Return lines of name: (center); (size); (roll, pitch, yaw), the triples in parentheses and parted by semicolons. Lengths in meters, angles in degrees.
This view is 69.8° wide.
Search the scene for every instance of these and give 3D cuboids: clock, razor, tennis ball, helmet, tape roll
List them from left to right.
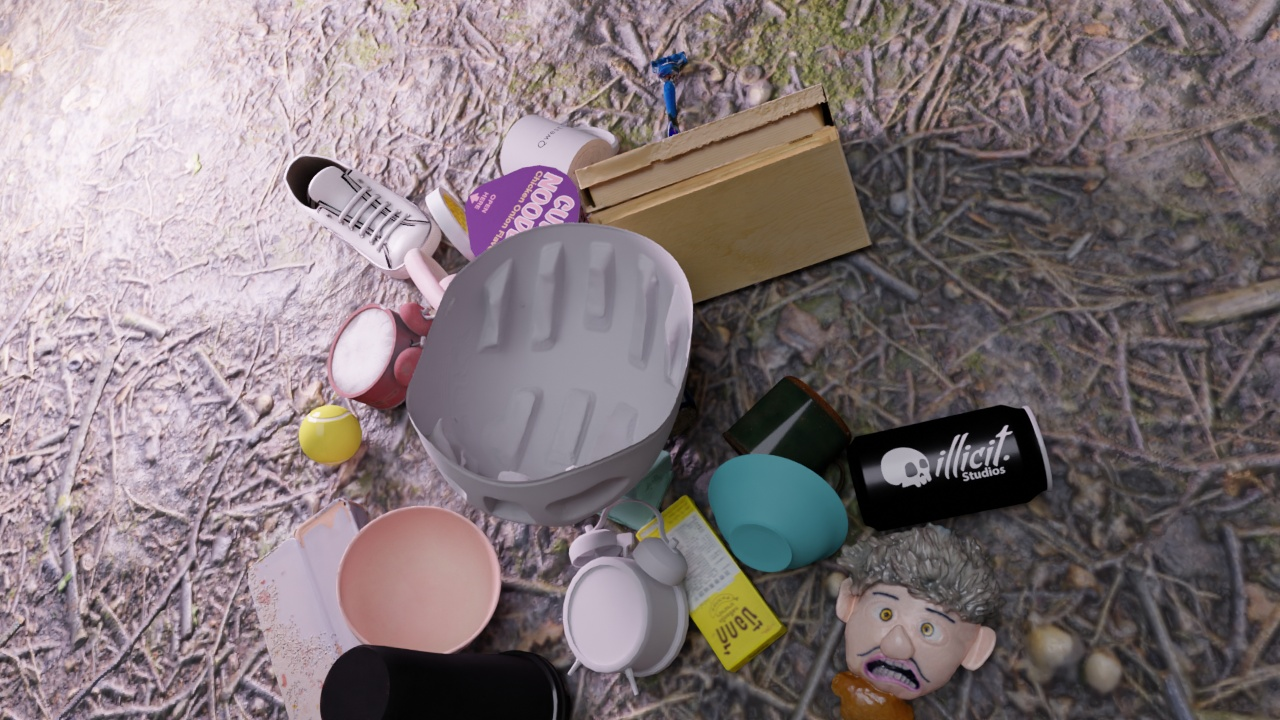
tennis ball: (-0.338, 0.081, 1.002); (0.065, 0.065, 0.065); (-9, 65, 19)
clock: (-0.270, -0.007, 1.010); (0.157, 0.062, 0.109); (-16, 63, 31)
tape roll: (-0.203, -0.151, 1.028); (0.019, 0.094, 0.094); (-34, 60, 6)
helmet: (-0.071, 0.003, 0.788); (0.224, 0.184, 0.281); (7, 69, 4)
clock: (-0.011, 0.202, 0.804); (0.120, 0.061, 0.159); (0, 78, 39)
razor: (0.036, -0.291, 1.033); (0.044, 0.018, 0.140); (-12, 64, 17)

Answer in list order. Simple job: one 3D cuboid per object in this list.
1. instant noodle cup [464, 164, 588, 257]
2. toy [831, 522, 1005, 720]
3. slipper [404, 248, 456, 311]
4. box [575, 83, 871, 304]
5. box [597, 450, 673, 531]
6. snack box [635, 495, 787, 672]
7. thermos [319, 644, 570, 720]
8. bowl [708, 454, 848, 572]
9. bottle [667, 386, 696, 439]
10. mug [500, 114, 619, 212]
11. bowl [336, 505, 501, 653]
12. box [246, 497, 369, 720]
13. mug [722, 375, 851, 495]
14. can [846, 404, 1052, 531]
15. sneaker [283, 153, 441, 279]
instant noodle cup: (-0.100, -0.119, 0.956); (0.137, 0.122, 0.121); (26, 80, 29)
toy: (0.205, 0.211, 0.721); (0.133, 0.076, 0.176); (18, 84, 28)
slipper: (-0.183, -0.058, 0.977); (0.055, 0.107, 0.221); (-46, 54, -2)
box: (0.078, -0.165, 0.901); (0.249, 0.141, 0.184); (-18, 69, 15)
box: (-0.062, 0.108, 0.900); (0.189, 0.080, 0.077); (15, 34, 27)
snack box: (0.061, 0.195, 0.812); (0.061, 0.025, 0.149); (-39, 59, 3)
thermos: (-0.157, 0.284, 0.757); (0.106, 0.218, 0.105); (-13, 62, 26)
bowl: (0.106, 0.139, 0.759); (0.121, 0.121, 0.046); (7, 36, 25)
bottle: (-0.005, 0.005, 0.902); (0.056, 0.056, 0.160); (-37, 60, 4)
mug: (-0.080, -0.229, 1.027); (0.096, 0.083, 0.119); (27, 52, 29)
bowl: (-0.210, 0.222, 0.869); (0.153, 0.076, 0.152); (8, 52, -10)
box: (-0.317, 0.264, 0.935); (0.151, 0.043, 0.216); (-38, 60, 9)
mug: (0.139, 0.077, 0.804); (0.081, 0.085, 0.111); (-44, 92, -2)
can: (0.248, 0.087, 0.747); (0.146, 0.080, 0.080); (-14, 64, 14)
sneaker: (-0.343, -0.187, 1.099); (0.245, 0.097, 0.091); (35, 85, 31)
